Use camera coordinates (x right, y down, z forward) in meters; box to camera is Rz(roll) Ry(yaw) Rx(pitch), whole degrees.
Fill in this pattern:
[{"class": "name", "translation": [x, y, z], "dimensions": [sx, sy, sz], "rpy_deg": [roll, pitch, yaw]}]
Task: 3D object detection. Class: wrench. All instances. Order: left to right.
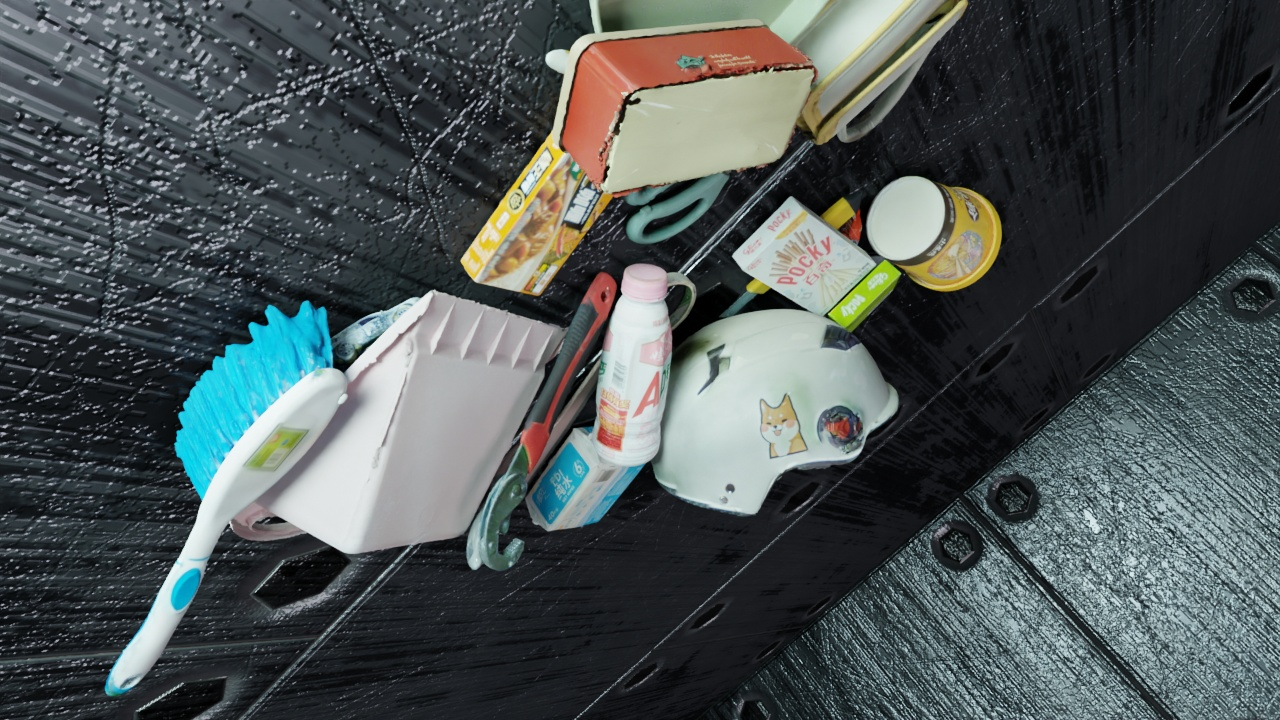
[{"class": "wrench", "translation": [-0.078, 0.048, 0.790], "dimensions": [0.056, 0.016, 0.273], "rpy_deg": [34, 74, -52]}]

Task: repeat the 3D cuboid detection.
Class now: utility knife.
[{"class": "utility knife", "translation": [0.157, -0.110, 0.974], "dimensions": [0.195, 0.015, 0.033], "rpy_deg": [-42, 146, 10]}]

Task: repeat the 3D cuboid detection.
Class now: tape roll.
[{"class": "tape roll", "translation": [0.017, -0.050, 0.900], "dimensions": [0.085, 0.014, 0.086], "rpy_deg": [-29, 151, -18]}]

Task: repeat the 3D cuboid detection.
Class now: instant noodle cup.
[{"class": "instant noodle cup", "translation": [0.318, -0.145, 1.016], "dimensions": [0.114, 0.118, 0.119], "rpy_deg": [10, 126, -45]}]

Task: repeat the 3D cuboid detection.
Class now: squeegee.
[{"class": "squeegee", "translation": [-0.120, 0.114, 0.875], "dimensions": [0.248, 0.040, 0.249], "rpy_deg": [-54, -177, 28]}]

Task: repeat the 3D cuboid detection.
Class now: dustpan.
[{"class": "dustpan", "translation": [-0.208, 0.051, 0.748], "dimensions": [0.273, 0.139, 0.222], "rpy_deg": [-66, 158, 1]}]

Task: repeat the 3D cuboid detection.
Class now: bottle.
[{"class": "bottle", "translation": [-0.005, 0.005, 0.863], "dimensions": [0.068, 0.068, 0.197], "rpy_deg": [-17, 129, -35]}]

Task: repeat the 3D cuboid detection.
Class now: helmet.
[{"class": "helmet", "translation": [0.121, 0.027, 0.964], "dimensions": [0.274, 0.230, 0.157], "rpy_deg": [-28, 110, -8]}]

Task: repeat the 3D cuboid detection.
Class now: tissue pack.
[{"class": "tissue pack", "translation": [-0.060, 0.128, 1.021], "dimensions": [0.089, 0.063, 0.140], "rpy_deg": [0, 133, -50]}]

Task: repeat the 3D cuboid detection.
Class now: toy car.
[{"class": "toy car", "translation": [-0.193, -0.016, 0.681], "dimensions": [0.090, 0.034, 0.043], "rpy_deg": [-32, 149, -8]}]

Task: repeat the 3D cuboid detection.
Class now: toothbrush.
[{"class": "toothbrush", "translation": [0.003, -0.193, 0.662], "dimensions": [0.191, 0.018, 0.016], "rpy_deg": [1, 132, -50]}]

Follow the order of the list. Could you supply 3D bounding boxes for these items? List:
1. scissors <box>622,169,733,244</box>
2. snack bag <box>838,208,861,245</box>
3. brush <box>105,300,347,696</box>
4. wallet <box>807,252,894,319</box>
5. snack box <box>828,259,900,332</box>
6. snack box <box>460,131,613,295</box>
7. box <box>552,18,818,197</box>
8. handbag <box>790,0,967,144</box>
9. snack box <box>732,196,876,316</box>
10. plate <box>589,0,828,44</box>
[{"class": "scissors", "translation": [0.054, -0.171, 0.759], "dimensions": [0.185, 0.019, 0.132], "rpy_deg": [-41, 153, 2]}, {"class": "snack bag", "translation": [0.222, -0.120, 1.020], "dimensions": [0.048, 0.026, 0.104], "rpy_deg": [-54, 168, -38]}, {"class": "brush", "translation": [-0.306, 0.102, 0.647], "dimensions": [0.315, 0.109, 0.060], "rpy_deg": [-45, 153, 17]}, {"class": "wallet", "translation": [0.262, -0.093, 1.122], "dimensions": [0.120, 0.019, 0.097], "rpy_deg": [-10, 141, -48]}, {"class": "snack box", "translation": [0.257, -0.068, 1.058], "dimensions": [0.086, 0.026, 0.156], "rpy_deg": [-46, 170, 8]}, {"class": "snack box", "translation": [-0.064, -0.117, 0.689], "dimensions": [0.154, 0.026, 0.075], "rpy_deg": [-50, 150, 21]}, {"class": "box", "translation": [0.036, -0.166, 0.618], "dimensions": [0.168, 0.080, 0.092], "rpy_deg": [-18, 146, -32]}, {"class": "handbag", "translation": [0.202, -0.250, 0.776], "dimensions": [0.163, 0.063, 0.178], "rpy_deg": [-42, 156, 11]}, {"class": "snack box", "translation": [0.173, -0.104, 0.952], "dimensions": [0.085, 0.027, 0.156], "rpy_deg": [-45, 140, 20]}, {"class": "plate", "translation": [0.061, -0.276, 0.598], "dimensions": [0.229, 0.027, 0.231], "rpy_deg": [-28, 151, -17]}]
